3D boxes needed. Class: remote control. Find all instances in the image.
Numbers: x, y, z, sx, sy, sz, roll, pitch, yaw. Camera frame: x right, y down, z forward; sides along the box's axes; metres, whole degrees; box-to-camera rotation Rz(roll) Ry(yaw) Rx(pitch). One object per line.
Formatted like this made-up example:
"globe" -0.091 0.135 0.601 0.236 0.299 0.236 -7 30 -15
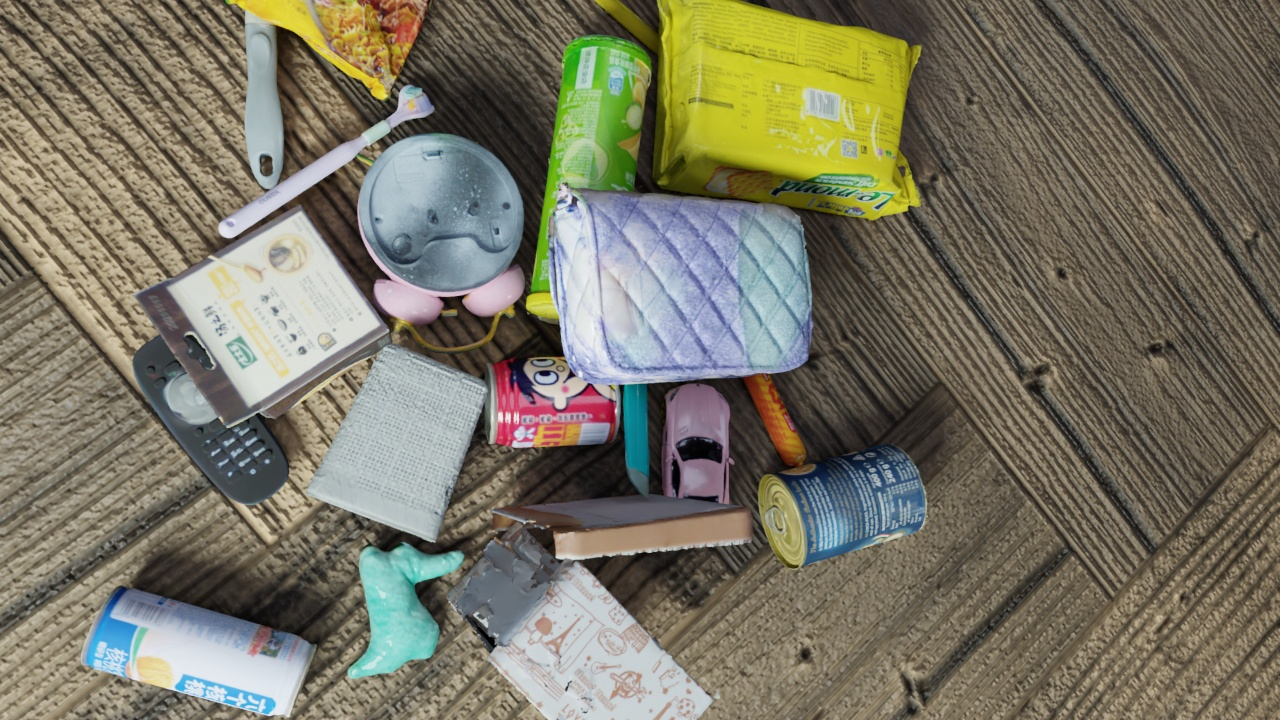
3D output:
"remote control" -0.300 0.041 0.644 0.053 0.024 0.136 -37 92 -18

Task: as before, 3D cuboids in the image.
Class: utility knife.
"utility knife" -0.004 0.004 0.690 0.029 0.013 0.207 36 44 -46

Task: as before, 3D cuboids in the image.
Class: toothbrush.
"toothbrush" -0.042 -0.311 0.757 0.190 0.017 0.015 39 76 -6
"toothbrush" -0.226 -0.145 0.668 0.029 0.021 0.188 44 62 1

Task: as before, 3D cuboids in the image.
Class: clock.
"clock" -0.145 -0.084 0.676 0.117 0.060 0.158 -10 86 -22

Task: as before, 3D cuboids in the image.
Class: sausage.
"sausage" 0.095 0.015 0.746 0.021 0.021 0.165 -26 90 -16

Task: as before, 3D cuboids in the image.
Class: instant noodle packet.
"instant noodle packet" -0.220 -0.270 0.670 0.128 0.044 0.110 29 70 -29

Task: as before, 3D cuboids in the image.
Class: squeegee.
"squeegee" -0.281 -0.251 0.679 0.246 0.039 0.246 -2 84 -15

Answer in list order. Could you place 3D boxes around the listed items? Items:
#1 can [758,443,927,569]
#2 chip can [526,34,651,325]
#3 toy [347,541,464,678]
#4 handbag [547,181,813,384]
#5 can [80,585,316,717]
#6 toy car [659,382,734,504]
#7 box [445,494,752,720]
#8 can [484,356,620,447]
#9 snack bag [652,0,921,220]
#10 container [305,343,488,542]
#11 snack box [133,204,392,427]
"can" 0.159 0.113 0.722 0.111 0.075 0.075 -13 86 -16
"chip can" -0.038 -0.139 0.707 0.072 0.073 0.221 9 81 -13
"toy" -0.169 0.172 0.658 0.096 0.030 0.092 -13 88 -21
"handbag" 0.030 -0.052 0.656 0.193 0.076 0.134 -1 84 -34
"can" -0.290 0.195 0.611 0.134 0.053 0.053 20 78 -11
"toy car" 0.043 0.078 0.719 0.056 0.037 0.122 3 81 -15
"box" -0.021 0.144 0.618 0.177 0.183 0.153 -44 104 -16
"can" -0.067 0.030 0.681 0.093 0.067 0.066 -2 83 -14
"snack bag" 0.123 -0.209 0.753 0.246 0.068 0.158 5 84 -18
"container" -0.165 0.058 0.643 0.090 0.090 0.114 24 75 -10
"snack box" -0.259 -0.029 0.644 0.125 0.053 0.113 -35 86 -15
